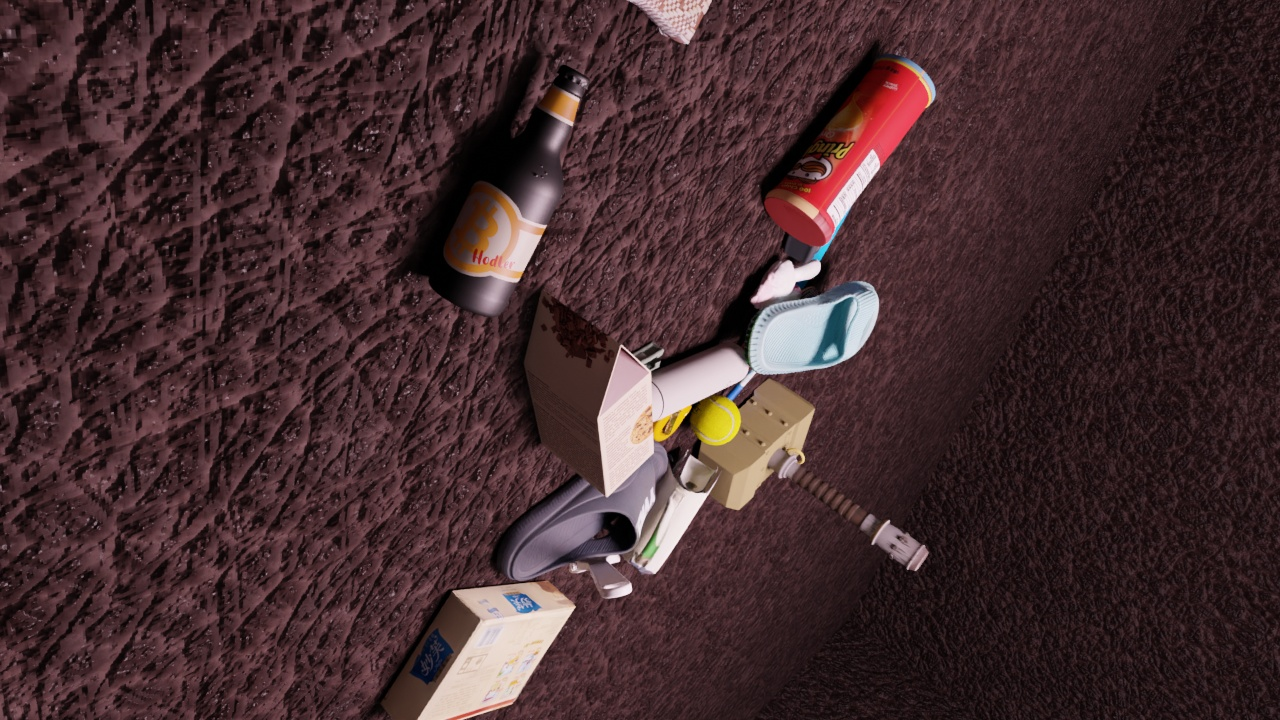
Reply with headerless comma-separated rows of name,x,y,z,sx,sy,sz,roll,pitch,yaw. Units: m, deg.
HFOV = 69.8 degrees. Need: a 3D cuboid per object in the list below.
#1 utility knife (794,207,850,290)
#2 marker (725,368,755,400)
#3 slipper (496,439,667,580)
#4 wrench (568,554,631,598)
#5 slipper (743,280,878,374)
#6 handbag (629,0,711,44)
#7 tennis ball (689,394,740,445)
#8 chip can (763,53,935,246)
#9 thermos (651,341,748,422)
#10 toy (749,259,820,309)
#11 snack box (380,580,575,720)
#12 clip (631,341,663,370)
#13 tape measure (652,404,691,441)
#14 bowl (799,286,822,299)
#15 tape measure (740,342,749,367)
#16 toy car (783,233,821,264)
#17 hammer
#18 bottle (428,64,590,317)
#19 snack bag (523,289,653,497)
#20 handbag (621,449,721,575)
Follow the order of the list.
utility knife,0.254,-0.173,1.216,0.031,0.015,0.207,-6,131,-58
marker,0.143,0.024,1.243,0.142,0.013,0.013,-50,155,12
slipper,-0.044,0.180,1.065,0.267,0.083,0.111,-29,142,-39
wrench,-0.043,0.241,1.047,0.066,0.018,0.273,-10,177,-9
slipper,0.237,-0.036,1.175,0.275,0.069,0.116,-12,117,-42
handbag,0.045,-0.328,0.646,0.186,0.047,0.124,-60,162,12
tennis ball,0.098,0.078,1.197,0.065,0.065,0.065,-40,150,-28
chip can,0.235,-0.236,1.031,0.213,0.087,0.087,-52,154,-7
thermos,0.046,0.028,1.063,0.223,0.052,0.052,-21,139,-49
toy,0.173,-0.093,1.152,0.125,0.037,0.076,-18,140,-43
snack box,-0.178,0.333,1.049,0.153,0.055,0.207,-57,154,5
clip,-0.006,0.006,0.988,0.075,0.023,0.043,-29,143,-45
tape measure,0.028,0.069,1.111,0.059,0.030,0.068,-59,153,5
bowl,0.229,-0.039,1.269,0.112,0.061,0.113,-39,155,-22
tape measure,0.141,-0.011,1.215,0.051,0.019,0.059,-49,162,-8
toy car,0.207,-0.171,1.107,0.034,0.046,0.112,-32,148,-49
hammer,0.253,0.183,1.287,0.189,0.325,0.101,-35,148,-34
bottle,-0.087,-0.122,0.653,0.059,0.059,0.182,5,117,-61
snack bag,-0.048,0.027,0.857,0.069,0.094,0.207,-41,151,-26
handbag,0.024,0.206,1.190,0.151,0.074,0.175,-61,172,24
